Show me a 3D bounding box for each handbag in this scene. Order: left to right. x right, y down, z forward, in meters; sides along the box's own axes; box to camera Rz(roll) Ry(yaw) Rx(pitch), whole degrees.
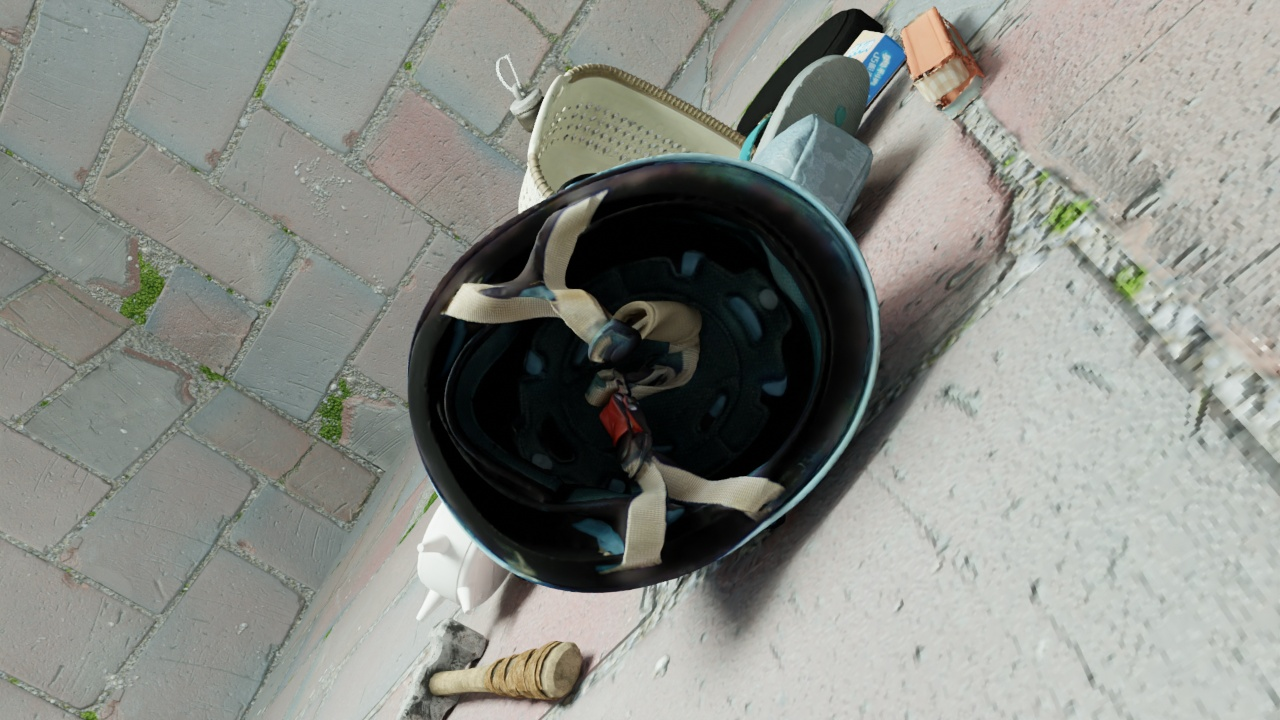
[{"bbox_3d":[0.087,-0.099,0.704,0.192,0.118,0.122,-61,10,-1],"label":"handbag"}]

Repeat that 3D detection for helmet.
[{"bbox_3d":[0.006,0.002,0.543,0.266,0.225,0.166,-30,-4,9],"label":"helmet"}]

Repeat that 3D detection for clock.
[{"bbox_3d":[-0.152,0.177,0.900,0.160,0.073,0.126,-48,-24,-49],"label":"clock"}]

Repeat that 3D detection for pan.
[{"bbox_3d":[0.135,-0.251,1.042,0.356,0.044,0.204,-50,14,6],"label":"pan"}]

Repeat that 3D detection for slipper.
[{"bbox_3d":[0.110,-0.160,0.804,0.055,0.098,0.268,26,81,40],"label":"slipper"}]

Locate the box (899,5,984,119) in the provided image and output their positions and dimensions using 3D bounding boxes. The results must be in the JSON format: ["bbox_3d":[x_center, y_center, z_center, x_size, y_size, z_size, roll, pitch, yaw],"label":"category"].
[{"bbox_3d":[0.227,-0.240,0.712,0.186,0.056,0.059,-74,-10,-58],"label":"box"}]

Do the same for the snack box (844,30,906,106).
[{"bbox_3d":[0.188,-0.248,0.894,0.151,0.034,0.087,-51,13,18],"label":"snack box"}]

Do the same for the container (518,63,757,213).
[{"bbox_3d":[-0.002,-0.166,0.916,0.143,0.246,0.184,-42,26,60],"label":"container"}]

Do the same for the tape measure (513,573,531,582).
[{"bbox_3d":[-0.102,0.179,0.877,0.061,0.034,0.061,-52,12,23],"label":"tape measure"}]

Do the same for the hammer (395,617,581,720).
[{"bbox_3d":[-0.129,0.264,0.756,0.320,0.049,0.121,-34,28,54],"label":"hammer"}]

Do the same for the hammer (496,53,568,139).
[{"bbox_3d":[-0.064,-0.199,1.047,0.080,0.326,0.176,-18,35,30],"label":"hammer"}]

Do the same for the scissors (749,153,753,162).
[{"bbox_3d":[0.076,-0.100,0.824,0.141,0.014,0.175,-11,-66,-56],"label":"scissors"}]
